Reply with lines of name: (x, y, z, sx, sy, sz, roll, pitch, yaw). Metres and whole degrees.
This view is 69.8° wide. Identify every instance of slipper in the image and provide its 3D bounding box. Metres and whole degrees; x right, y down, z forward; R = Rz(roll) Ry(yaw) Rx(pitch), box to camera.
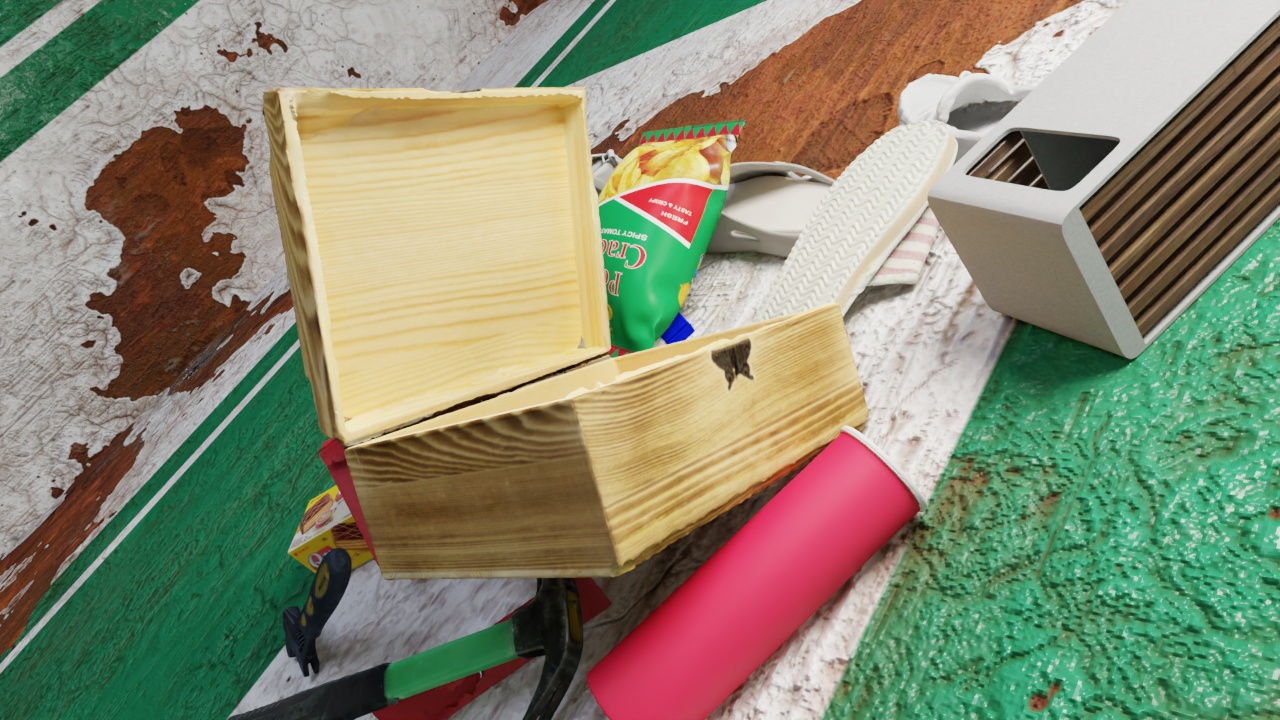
slipper: (0.176, -0.081, 0.760, 0.263, 0.052, 0.115, -55, 31, -3)
slipper: (0.292, -0.209, 0.787, 0.112, 0.075, 0.246, -24, 26, -1)
slipper: (0.115, -0.166, 0.928, 0.113, 0.080, 0.266, -49, 28, -7)

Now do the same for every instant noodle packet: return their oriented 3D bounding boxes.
instant noodle packet: (0.002, -0.121, 0.925, 0.196, 0.090, 0.252, 18, 85, 60)

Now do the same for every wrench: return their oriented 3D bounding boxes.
wrench: (-0.295, 0.228, 0.833, 0.274, 0.022, 0.073, -52, 56, 48)

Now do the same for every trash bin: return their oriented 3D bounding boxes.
trash bin: (0.320, -0.130, 0.577, 0.228, 0.114, 0.114, -43, 27, -3)

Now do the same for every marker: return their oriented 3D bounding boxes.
marker: (-0.005, 0.005, 0.896, 0.133, 0.023, 0.027, -42, 49, -2)

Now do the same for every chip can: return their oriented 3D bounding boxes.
chip can: (0.069, 0.140, 0.557, 0.220, 0.069, 0.069, -43, 27, -3)

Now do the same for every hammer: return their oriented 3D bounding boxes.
hammer: (-0.185, 0.242, 0.687, 0.319, 0.032, 0.130, -23, 58, 17)

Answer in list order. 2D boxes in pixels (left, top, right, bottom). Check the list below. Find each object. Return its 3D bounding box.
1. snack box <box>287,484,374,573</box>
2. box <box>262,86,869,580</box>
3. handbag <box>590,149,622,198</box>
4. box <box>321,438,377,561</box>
snack box: (-0.316, 0.177, 1.002, 0.106, 0.061, 0.083, -30, 30, 21)
box: (-0.070, -0.052, 0.636, 0.287, 0.334, 0.278, -16, 4, 42)
handbag: (-0.097, -0.187, 1.094, 0.216, 0.222, 0.095, -37, 71, 6)
box: (-0.174, 0.094, 0.918, 0.214, 0.164, 0.153, -37, -16, 9)
